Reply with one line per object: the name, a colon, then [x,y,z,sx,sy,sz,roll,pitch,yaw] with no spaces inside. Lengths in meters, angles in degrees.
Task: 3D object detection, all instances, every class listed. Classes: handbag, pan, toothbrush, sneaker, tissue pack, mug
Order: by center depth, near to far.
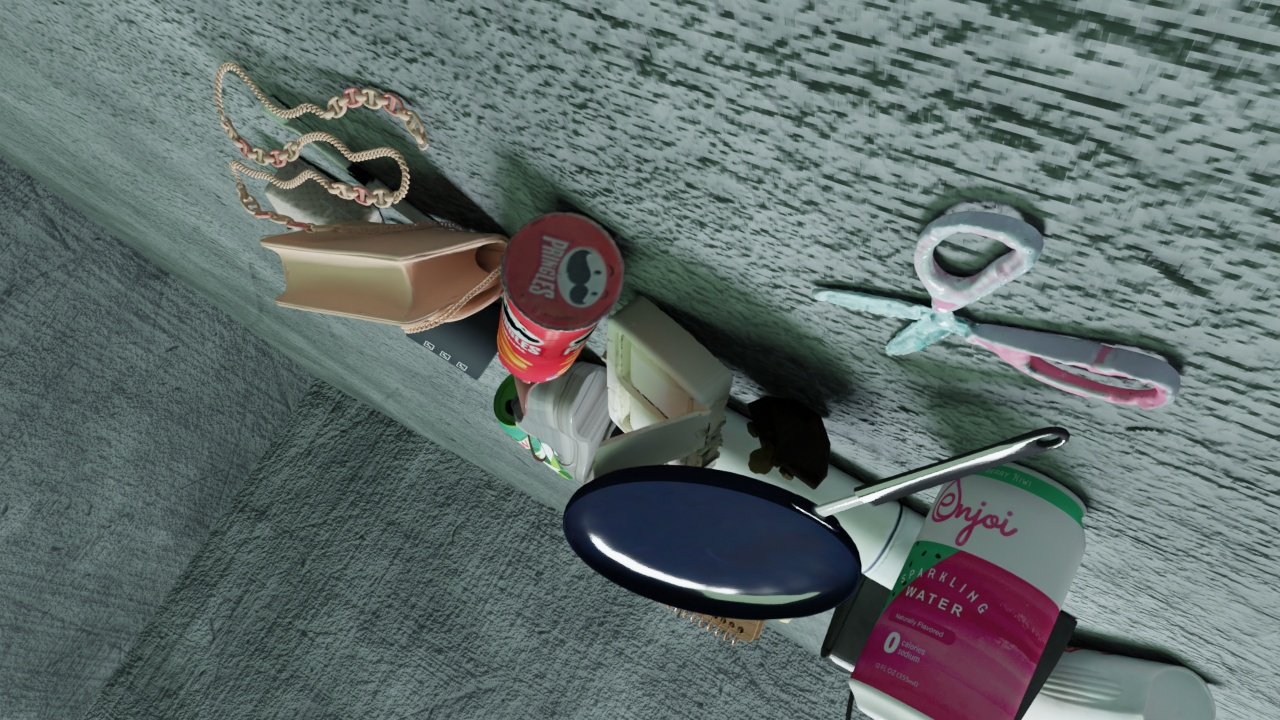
pan: [0.093,0.095,0.556,0.198,0.021,0.358,32,142,-23]
handbag: [-0.176,-0.120,0.645,0.199,0.116,0.187,10,117,32]
toothbrush: [-0.205,-0.136,0.702,0.186,0.012,0.017,37,161,-25]
handbag: [0.244,0.266,0.791,0.176,0.195,0.072,30,166,2]
tissue pack: [-0.288,-0.112,0.849,0.104,0.071,0.181,30,169,-3]
mug: [-0.166,-0.036,0.870,0.077,0.071,0.105,33,-168,-10]
sneaker: [-0.080,0.054,0.934,0.089,0.099,0.236,26,158,14]

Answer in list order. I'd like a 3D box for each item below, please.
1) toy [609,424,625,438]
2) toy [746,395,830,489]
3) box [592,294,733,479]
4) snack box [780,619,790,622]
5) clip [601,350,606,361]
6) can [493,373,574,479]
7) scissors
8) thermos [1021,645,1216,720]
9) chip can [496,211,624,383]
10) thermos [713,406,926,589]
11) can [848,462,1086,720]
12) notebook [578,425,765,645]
toy: [0.017,0.087,0.843,0.119,0.099,0.098,29,147,34]
toy: [0.102,0.059,0.663,0.076,0.062,0.100,53,176,0]
box: [0.024,0.075,0.626,0.194,0.101,0.144,42,156,24]
snack box: [0.086,0.181,0.964,0.195,0.080,0.145,33,159,27]
clip: [-0.003,0.003,0.737,0.023,0.047,0.076,24,167,32]
can: [-0.099,0.072,1.049,0.083,0.083,0.144,20,162,36]
scissors: [0.136,-0.026,0.397,0.173,0.014,0.158,21,164,44]
thermos: [0.397,0.300,0.822,0.099,0.099,0.221,32,162,-7]
chip can: [-0.066,-0.033,0.650,0.073,0.073,0.233,32,166,-4]
thermos: [0.127,0.106,0.747,0.230,0.067,0.068,29,166,5]
can: [0.196,0.147,0.545,0.088,0.165,0.088,29,166,8]
notebook: [0.044,0.158,0.892,0.211,0.169,0.022,22,-173,31]
